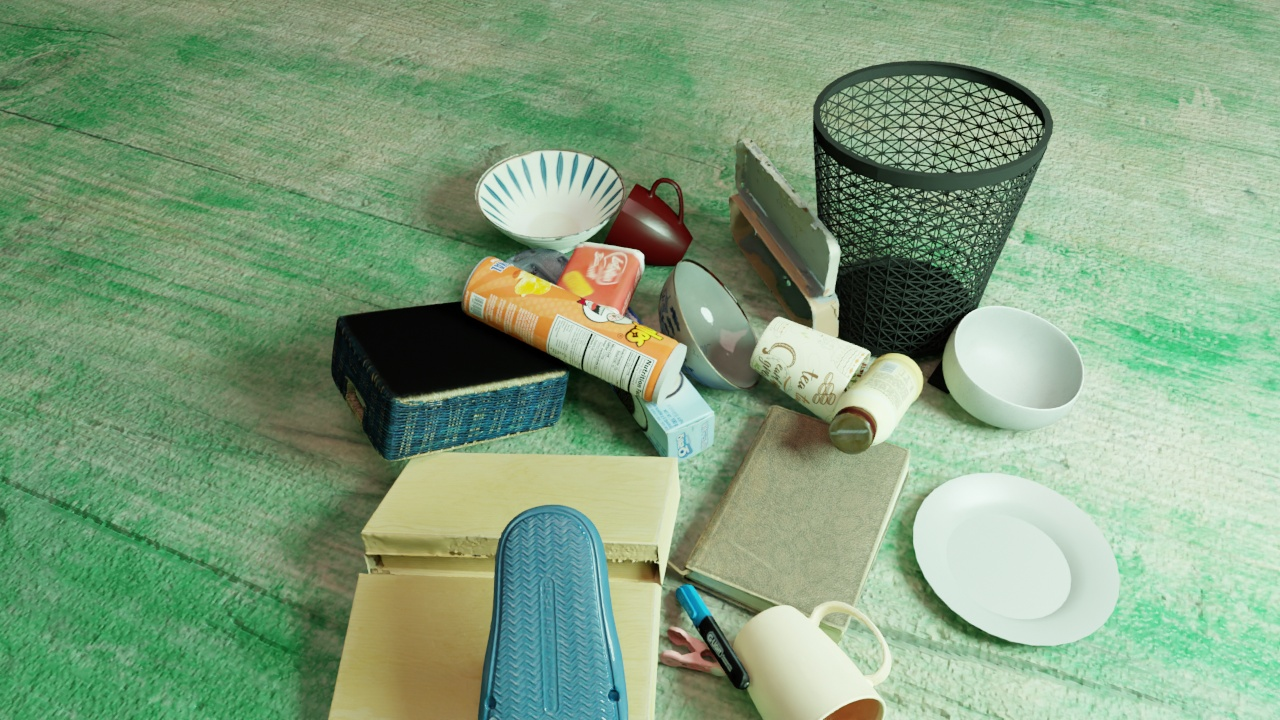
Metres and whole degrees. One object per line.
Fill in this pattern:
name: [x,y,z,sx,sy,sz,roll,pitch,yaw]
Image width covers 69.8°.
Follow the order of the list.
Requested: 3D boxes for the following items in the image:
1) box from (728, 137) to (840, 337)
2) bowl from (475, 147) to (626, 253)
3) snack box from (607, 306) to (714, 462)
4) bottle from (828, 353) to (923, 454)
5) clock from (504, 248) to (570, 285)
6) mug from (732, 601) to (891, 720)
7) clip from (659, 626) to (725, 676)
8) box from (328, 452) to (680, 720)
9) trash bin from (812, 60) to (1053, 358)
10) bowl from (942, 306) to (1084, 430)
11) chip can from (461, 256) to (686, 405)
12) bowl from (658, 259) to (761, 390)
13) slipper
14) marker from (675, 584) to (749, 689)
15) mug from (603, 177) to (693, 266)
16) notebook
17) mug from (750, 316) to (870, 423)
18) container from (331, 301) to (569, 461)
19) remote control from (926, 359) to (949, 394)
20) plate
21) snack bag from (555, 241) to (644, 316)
box: [0.154,-0.132,1.010,0.043,0.149,0.216,-24,49,-4]
bowl: [-0.106,-0.177,1.105,0.177,0.071,0.177,0,47,-1]
snack box: [-0.006,0.005,0.942,0.059,0.060,0.226,-24,51,-16]
bottle: [0.222,0.042,0.870,0.056,0.057,0.161,25,28,21]
clock: [-0.123,-0.073,1.020,0.124,0.052,0.089,-30,55,-25]
mug: [0.134,0.235,0.699,0.111,0.085,0.104,-40,43,-1]
clip: [0.046,0.237,0.749,0.058,0.022,0.035,17,46,8]
box: [-0.102,0.179,0.746,0.247,0.097,0.260,-1,52,11]
trash bin: [0.279,-0.145,0.948,0.217,0.244,0.216,-3,44,2]
bowl: [0.368,0.015,0.925,0.132,0.064,0.131,3,52,-5]
chip can: [-0.064,-0.030,0.873,0.210,0.062,0.062,25,51,11]
bowl: [0.060,-0.027,0.947,0.057,0.150,0.150,-31,38,29]
slipper: [-0.059,0.210,0.651,0.104,0.059,0.213,-1,80,4]
marker: [0.056,0.219,0.737,0.015,0.018,0.123,17,15,-26]
mug: [0.020,-0.158,1.068,0.088,0.114,0.086,28,33,-2]
notebook: [0.127,0.135,0.835,0.190,0.035,0.214,19,49,18]
mug: [0.174,0.001,0.934,0.097,0.081,0.121,30,20,18]
container: [-0.183,0.010,0.884,0.187,0.071,0.145,-10,41,-36]
remote control: [0.352,-0.008,0.988,0.039,0.010,0.124,33,55,27]
plate: [0.327,0.175,0.809,0.173,0.019,0.172,0,47,0]
snack bag: [-0.048,-0.073,0.952,0.077,0.036,0.115,11,48,13]
